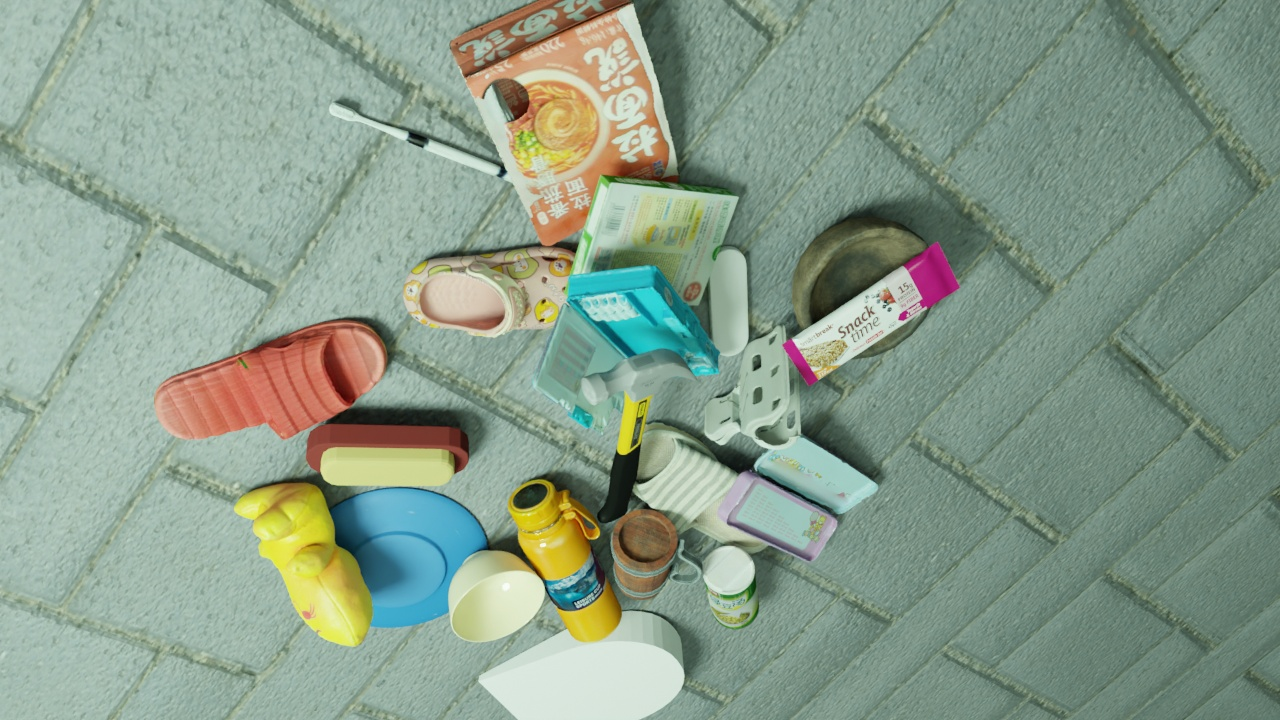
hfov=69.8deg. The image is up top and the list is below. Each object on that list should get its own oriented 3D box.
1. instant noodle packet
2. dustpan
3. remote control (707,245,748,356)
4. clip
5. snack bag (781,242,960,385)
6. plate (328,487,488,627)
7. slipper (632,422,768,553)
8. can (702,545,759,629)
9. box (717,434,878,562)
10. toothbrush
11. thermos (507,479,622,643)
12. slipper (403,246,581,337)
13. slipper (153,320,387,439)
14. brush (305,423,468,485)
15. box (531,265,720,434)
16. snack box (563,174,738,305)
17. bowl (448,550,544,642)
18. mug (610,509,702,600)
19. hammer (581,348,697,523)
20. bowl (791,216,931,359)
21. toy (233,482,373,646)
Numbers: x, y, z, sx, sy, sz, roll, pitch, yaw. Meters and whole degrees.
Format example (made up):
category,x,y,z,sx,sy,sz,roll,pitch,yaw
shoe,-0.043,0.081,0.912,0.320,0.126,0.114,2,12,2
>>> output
category,x,y,z,sx,sy,sz,roll,pitch,yaw
instant noodle packet,-0.061,-0.227,0.882,0.164,0.084,0.221,-26,134,-4
dustpan,-0.065,0.443,1.299,0.258,0.053,0.191,-23,124,14
remote control,0.099,-0.065,1.039,0.043,0.013,0.137,-10,122,-8
clip,0.143,0.050,1.061,0.105,0.126,0.152,19,136,-13
snack bag,0.252,-0.048,0.999,0.197,0.016,0.070,-34,121,7
plate,-0.299,0.252,1.123,0.224,0.024,0.225,-6,121,-10
slipper,0.082,0.172,1.156,0.115,0.054,0.272,-41,122,17
can,0.121,0.301,1.212,0.067,0.067,0.121,-18,140,-3
box,0.204,0.175,1.168,0.151,0.040,0.214,-48,133,11
toothbrush,-0.203,-0.206,0.877,0.186,0.017,0.012,17,103,-23
thermos,-0.088,0.246,1.145,0.091,0.076,0.233,-36,125,-21
slipper,-0.143,-0.060,0.943,0.197,0.081,0.093,-4,122,-10
slipper,-0.382,0.034,0.952,0.249,0.059,0.104,-18,122,-1
brush,-0.277,0.108,1.011,0.173,0.041,0.082,3,149,-15
box,-0.018,-0.011,0.948,0.168,0.086,0.227,-37,151,4
snack box,0.012,-0.119,0.946,0.167,0.027,0.132,-2,123,-37
bowl,-0.185,0.274,1.121,0.117,0.074,0.118,-17,131,-21
mug,0.021,0.249,1.147,0.117,0.081,0.111,6,143,2
hammer,-0.013,0.094,1.005,0.126,0.029,0.324,-22,150,-22
bowl,0.243,-0.087,1.027,0.162,0.070,0.162,-6,121,-10
toy,-0.371,0.225,1.038,0.087,0.135,0.194,-35,111,-32
